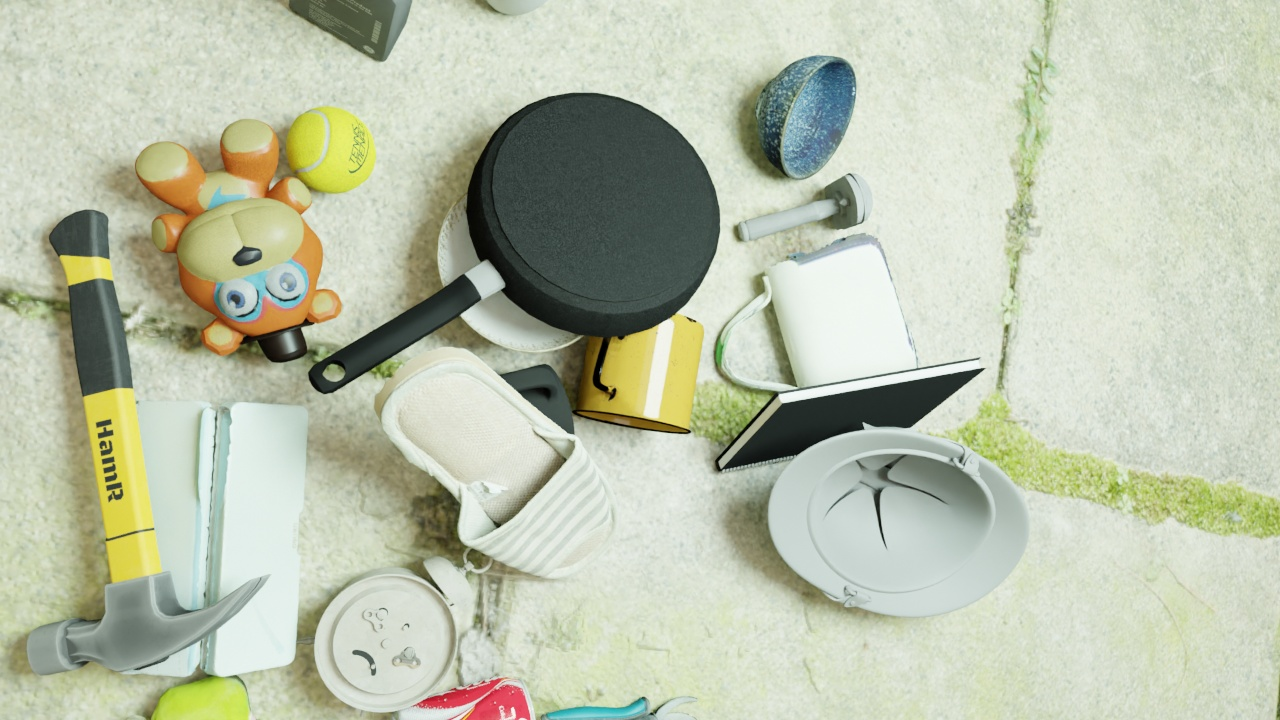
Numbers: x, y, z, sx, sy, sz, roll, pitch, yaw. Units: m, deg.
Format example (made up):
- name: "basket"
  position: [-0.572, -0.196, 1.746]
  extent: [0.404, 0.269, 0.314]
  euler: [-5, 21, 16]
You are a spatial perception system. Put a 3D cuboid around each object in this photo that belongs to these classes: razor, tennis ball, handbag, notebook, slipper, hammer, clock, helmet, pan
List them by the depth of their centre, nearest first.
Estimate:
- name: "hammer"
  position: [-0.365, 0.051, 0.643]
  extent: [0.170, 0.034, 0.324]
  euler: [-13, 84, 7]
- name: "slipper"
  position: [-0.095, 0.090, 0.690]
  extent: [0.114, 0.054, 0.273]
  euler: [-39, 133, -6]
- name: "pan"
  position: [-0.089, -0.081, 0.694]
  extent: [0.354, 0.044, 0.204]
  euler: [-35, 85, -24]
- name: "tennis ball"
  position: [-0.238, -0.162, 0.707]
  extent: [0.065, 0.065, 0.065]
  euler: [1, 87, -21]
- name: "clock"
  position: [-0.180, 0.198, 0.717]
  extent: [0.156, 0.061, 0.103]
  euler: [-40, 100, -11]
- name: "notebook"
  position: [0.184, 0.051, 0.822]
  extent: [0.206, 0.149, 0.016]
  euler: [-8, 65, -21]
- name: "helmet"
  position: [0.222, 0.124, 0.852]
  extent: [0.271, 0.117, 0.184]
  euler: [26, 110, -21]
- name: "razor"
  position: [0.149, -0.136, 0.862]
  extent: [0.116, 0.088, 0.047]
  euler: [-16, 93, -2]
- name: "handbag"
  position: [0.154, -0.025, 0.863]
  extent: [0.176, 0.074, 0.151]
  euler: [-18, 93, -2]

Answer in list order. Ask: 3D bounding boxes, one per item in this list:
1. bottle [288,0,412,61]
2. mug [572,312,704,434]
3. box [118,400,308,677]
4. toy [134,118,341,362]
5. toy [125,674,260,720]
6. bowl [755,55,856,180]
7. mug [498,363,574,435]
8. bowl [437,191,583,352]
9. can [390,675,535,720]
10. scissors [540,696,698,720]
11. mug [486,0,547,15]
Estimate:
- name: "bottle"
  position: [-0.206, -0.286, 0.667]
  extent: [0.083, 0.174, 0.046]
  euler: [27, 78, -18]
- name: "mug"
  position: [-0.005, 0.004, 0.764]
  extent: [0.123, 0.101, 0.094]
  euler: [26, 72, -62]
- name: "box"
  position: [-0.316, 0.129, 0.679]
  extent: [0.126, 0.074, 0.197]
  euler: [2, 84, -2]
- name: "toy"
  position: [-0.290, -0.083, 0.676]
  extent: [0.112, 0.096, 0.176]
  euler: [-23, 107, -18]
- name: "toy"
  position: [-0.333, 0.284, 0.663]
  extent: [0.117, 0.043, 0.092]
  euler: [-27, 100, -17]
- name: "bowl"
  position: [0.144, -0.232, 0.856]
  extent: [0.114, 0.061, 0.115]
  euler: [-33, 140, -33]
- name: "mug"
  position: [-0.103, 0.042, 0.726]
  extent: [0.087, 0.114, 0.078]
  euler: [-15, 66, -21]
- name: "bowl"
  position: [-0.098, -0.073, 0.754]
  extent: [0.145, 0.063, 0.145]
  euler: [4, 78, -18]
- name: "can"
  position: [-0.140, 0.291, 0.725]
  extent: [0.104, 0.064, 0.064]
  euler: [-10, 91, -21]
- name: "scissors"
  position: [-0.024, 0.322, 0.794]
  extent: [0.124, 0.019, 0.155]
  euler: [47, 71, -15]
- name: "mug"
  position: [-0.104, -0.342, 0.755]
  extent: [0.071, 0.089, 0.107]
  euler: [-15, 93, -21]
